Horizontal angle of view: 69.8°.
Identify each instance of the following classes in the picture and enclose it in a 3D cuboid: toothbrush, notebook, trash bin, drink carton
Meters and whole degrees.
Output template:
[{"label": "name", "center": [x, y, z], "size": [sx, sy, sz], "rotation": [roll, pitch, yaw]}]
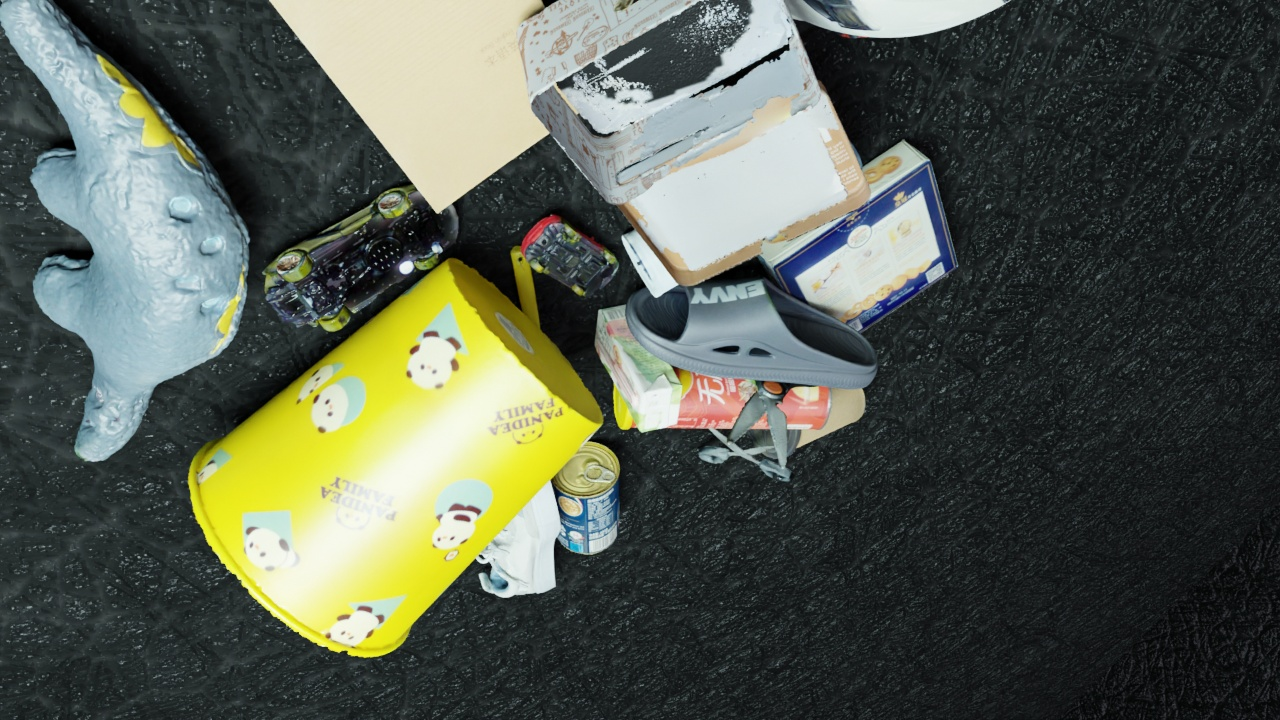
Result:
[{"label": "toothbrush", "center": [-0.100, -0.029, 0.852], "size": [0.015, 0.016, 0.190], "rotation": [-18, 136, -13]}, {"label": "notebook", "center": [-0.136, -0.217, 0.624], "size": [0.149, 0.012, 0.211], "rotation": [-35, 137, -2]}, {"label": "trash bin", "center": [-0.184, 0.069, 0.751], "size": [0.255, 0.229, 0.229], "rotation": [-42, 138, 5]}, {"label": "drink carton", "center": [-0.005, 0.005, 0.860], "size": [0.045, 0.122, 0.054], "rotation": [-11, 137, -18]}]

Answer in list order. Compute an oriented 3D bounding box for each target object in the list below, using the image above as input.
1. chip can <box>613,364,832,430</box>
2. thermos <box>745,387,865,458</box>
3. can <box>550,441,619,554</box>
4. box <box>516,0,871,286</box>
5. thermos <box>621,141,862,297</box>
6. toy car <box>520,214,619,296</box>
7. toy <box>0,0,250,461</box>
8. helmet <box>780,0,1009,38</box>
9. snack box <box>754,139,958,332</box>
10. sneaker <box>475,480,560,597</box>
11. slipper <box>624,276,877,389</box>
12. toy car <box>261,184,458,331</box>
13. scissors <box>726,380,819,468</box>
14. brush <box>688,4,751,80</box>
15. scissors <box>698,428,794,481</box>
[{"label": "chip can", "center": [0.084, 0.037, 0.941], "size": [0.216, 0.073, 0.073], "rotation": [2, 131, -11]}, {"label": "thermos", "center": [0.187, 0.056, 1.058], "size": [0.143, 0.093, 0.093], "rotation": [-13, 137, -32]}, {"label": "can", "center": [-0.060, 0.153, 1.011], "size": [0.075, 0.075, 0.111], "rotation": [-16, 137, -17]}, {"label": "box", "center": [0.050, -0.170, 0.678], "size": [0.177, 0.082, 0.260], "rotation": [-24, 143, 17]}, {"label": "thermos", "center": [0.093, -0.135, 0.822], "size": [0.220, 0.070, 0.070], "rotation": [-29, 139, -2]}, {"label": "toy car", "center": [-0.060, -0.090, 0.802], "size": [0.049, 0.031, 0.106], "rotation": [-45, 145, 13]}, {"label": "toy", "center": [-0.339, -0.064, 0.620], "size": [0.137, 0.091, 0.357], "rotation": [5, 126, -19]}, {"label": "helmet", "center": [0.203, -0.323, 0.632], "size": [0.273, 0.156, 0.230], "rotation": [-19, 137, -13]}, {"label": "snack box", "center": [0.226, -0.108, 0.944], "size": [0.178, 0.045, 0.182], "rotation": [-34, 139, 5]}, {"label": "sneaker", "center": [-0.139, 0.183, 0.993], "size": [0.090, 0.089, 0.243], "rotation": [-10, 142, -16]}, {"label": "slipper", "center": [0.116, -0.041, 0.870], "size": [0.268, 0.110, 0.083], "rotation": [10, 127, -19]}, {"label": "toy car", "center": [-0.214, -0.081, 0.711], "size": [0.158, 0.042, 0.070], "rotation": [-32, 139, -10]}, {"label": "scissors", "center": [0.119, 0.017, 0.885], "size": [0.224, 0.204, 0.022], "rotation": [-19, 141, -41]}, {"label": "brush", "center": [0.021, -0.253, 0.674], "size": [0.074, 0.055, 0.143], "rotation": [-29, 143, 27]}, {"label": "scissors", "center": [0.114, 0.104, 1.030], "size": [0.181, 0.160, 0.014], "rotation": [33, 68, -41]}]
